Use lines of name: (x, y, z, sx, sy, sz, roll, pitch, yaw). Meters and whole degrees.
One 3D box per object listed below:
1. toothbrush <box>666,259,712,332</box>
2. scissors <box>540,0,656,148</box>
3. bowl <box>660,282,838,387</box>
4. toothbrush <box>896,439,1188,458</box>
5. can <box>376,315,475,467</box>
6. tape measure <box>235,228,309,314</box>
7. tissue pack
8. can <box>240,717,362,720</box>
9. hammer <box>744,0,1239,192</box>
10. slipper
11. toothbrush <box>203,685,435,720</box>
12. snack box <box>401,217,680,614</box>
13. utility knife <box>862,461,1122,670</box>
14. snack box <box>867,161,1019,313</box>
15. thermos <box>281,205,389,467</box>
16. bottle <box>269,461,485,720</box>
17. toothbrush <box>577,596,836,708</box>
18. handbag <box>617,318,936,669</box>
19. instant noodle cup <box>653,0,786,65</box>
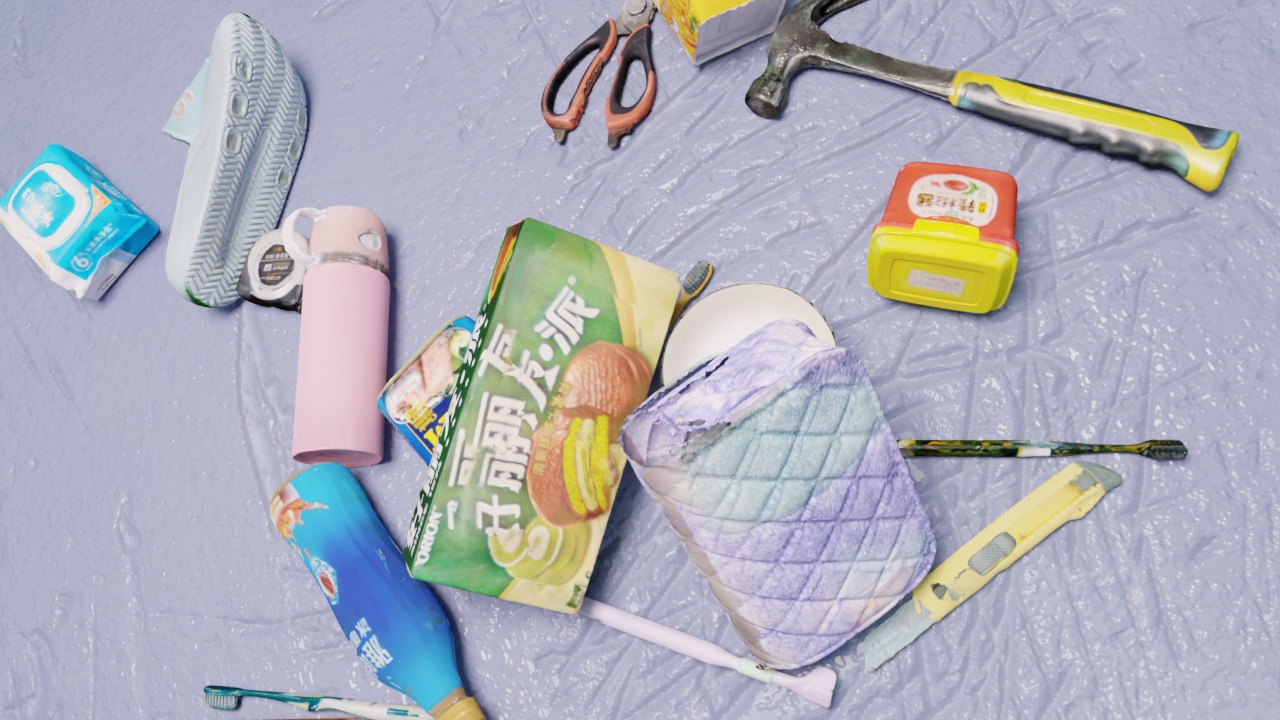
toothbrush: (-0.004, 0.004, 0.667, 0.016, 0.018, 0.191, 33, 84, 23)
scissors: (0.002, -0.269, 0.750, 0.205, 0.015, 0.197, -26, 68, 7)
bowl: (0.076, 0.012, 0.617, 0.116, 0.066, 0.116, -4, 73, 13)
toothbrush: (0.244, 0.057, 0.585, 0.186, 0.017, 0.012, -1, 96, 15)
can: (-0.131, 0.030, 0.673, 0.102, 0.057, 0.083, -46, 66, -2)
tape measure: (-0.292, -0.074, 0.760, 0.066, 0.033, 0.066, 13, 80, 16)
tissue pack: (-0.503, -0.124, 0.815, 0.140, 0.063, 0.090, 38, 86, 22)
can: (-0.260, 0.278, 0.632, 0.147, 0.058, 0.057, -6, 72, 13)
hammer: (0.245, -0.192, 0.652, 0.323, 0.032, 0.126, 23, 82, 20)
slipper: (-0.349, -0.165, 0.770, 0.074, 0.104, 0.245, 8, 82, 19)
toothbrush: (-0.232, 0.248, 0.657, 0.192, 0.016, 0.018, 0, 84, 15)
snack box: (-0.065, 0.037, 0.607, 0.114, 0.063, 0.240, 19, 86, -19)
utility knife: (0.216, 0.127, 0.576, 0.198, 0.021, 0.031, -41, 62, 5)
snack box: (0.203, -0.083, 0.609, 0.091, 0.082, 0.080, 11, 63, 17)
thermos: (-0.235, -0.022, 0.701, 0.067, 0.087, 0.198, -15, 70, 37)
bottle: (-0.180, 0.168, 0.639, 0.065, 0.065, 0.218, -42, 68, 0)
toothbrush: (0.034, 0.185, 0.602, 0.189, 0.021, 0.029, 14, 110, 20)
handbag: (0.084, 0.080, 0.533, 0.134, 0.194, 0.075, -35, 30, -9)
instant noodle cup: (0.050, -0.305, 0.694, 0.116, 0.116, 0.123, -24, 84, -3)
